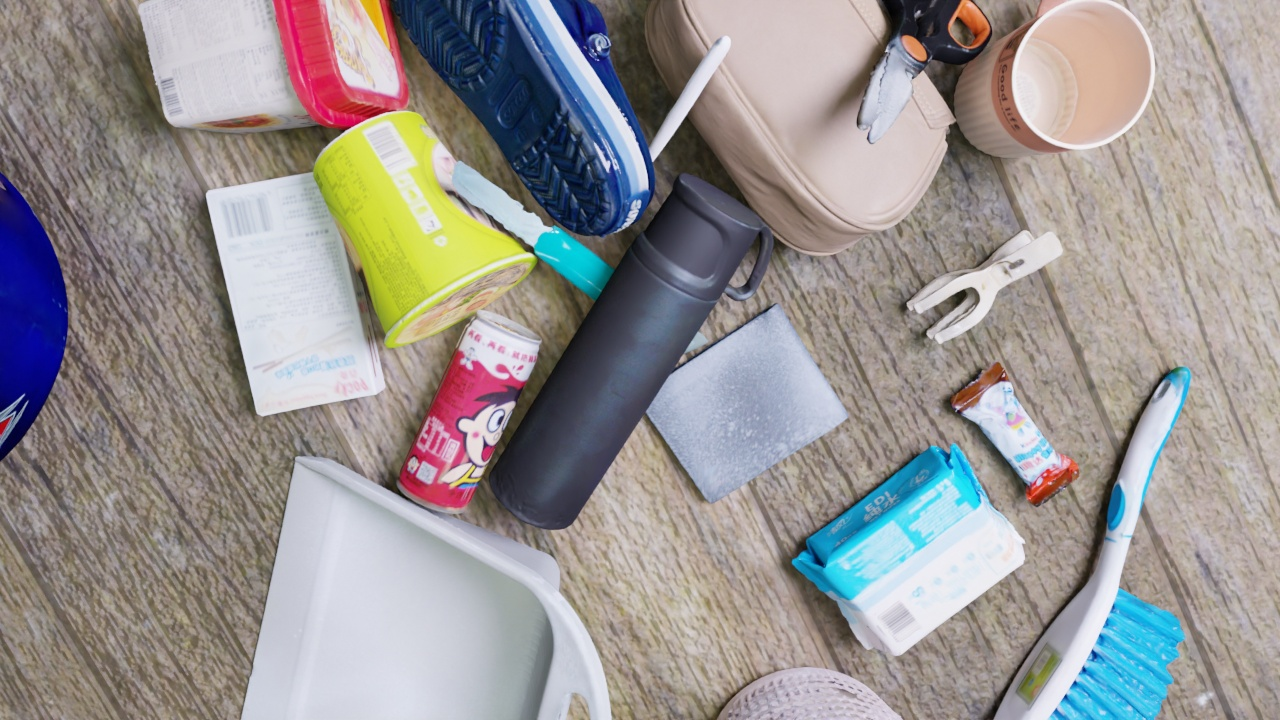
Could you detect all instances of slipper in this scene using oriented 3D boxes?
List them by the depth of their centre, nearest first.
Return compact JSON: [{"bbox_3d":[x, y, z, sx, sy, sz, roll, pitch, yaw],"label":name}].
[{"bbox_3d":[-0.064,-0.195,0.567,0.095,0.105,0.253,-30,82,-37],"label":"slipper"}]

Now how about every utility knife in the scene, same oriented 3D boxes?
[{"bbox_3d":[-0.034,-0.060,0.591,0.029,0.013,0.219,-44,126,16],"label":"utility knife"}]

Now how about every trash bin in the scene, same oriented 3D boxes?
[{"bbox_3d":[0.124,0.312,0.600,0.227,0.192,0.227,0,98,-1],"label":"trash bin"}]

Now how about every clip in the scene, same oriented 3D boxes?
[{"bbox_3d":[0.233,-0.054,0.626,0.100,0.074,0.035,-37,96,9],"label":"clip"}]

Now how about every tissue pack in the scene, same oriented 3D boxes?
[{"bbox_3d":[0.187,0.131,0.640,0.140,0.063,0.090,-39,98,6],"label":"tissue pack"}]

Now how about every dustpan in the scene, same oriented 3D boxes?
[{"bbox_3d":[-0.147,0.211,0.613,0.257,0.142,0.223,14,98,-4],"label":"dustpan"}]

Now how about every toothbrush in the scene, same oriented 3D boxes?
[{"bbox_3d":[0.008,-0.136,0.563,0.016,0.181,0.016,42,54,-2],"label":"toothbrush"}]

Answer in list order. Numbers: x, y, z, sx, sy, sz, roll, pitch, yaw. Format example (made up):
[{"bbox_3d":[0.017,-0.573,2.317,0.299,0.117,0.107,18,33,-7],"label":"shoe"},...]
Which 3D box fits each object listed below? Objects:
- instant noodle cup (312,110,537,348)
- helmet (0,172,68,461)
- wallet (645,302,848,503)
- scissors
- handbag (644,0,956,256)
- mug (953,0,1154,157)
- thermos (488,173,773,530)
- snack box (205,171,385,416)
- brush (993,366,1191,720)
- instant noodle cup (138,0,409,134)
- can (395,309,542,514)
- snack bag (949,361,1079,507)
[{"bbox_3d":[-0.145,-0.088,0.592,0.112,0.111,0.123,-32,88,4],"label":"instant noodle cup"},{"bbox_3d":[-0.501,-0.046,0.521,0.315,0.248,0.239,21,58,-9],"label":"helmet"},{"bbox_3d":[0.072,0.031,0.649,0.121,0.019,0.097,-33,95,6],"label":"wallet"},{"bbox_3d":[0.145,-0.191,0.537,0.139,0.234,0.022,54,137,7],"label":"scissors"},{"bbox_3d":[0.100,-0.172,0.578,0.147,0.100,0.204,-37,97,-22],"label":"handbag"},{"bbox_3d":[0.255,-0.185,0.573,0.081,0.106,0.114,11,98,-2],"label":"mug"},{"bbox_3d":[-0.004,0.003,0.592,0.090,0.068,0.243,21,115,-29],"label":"thermos"},{"bbox_3d":[-0.236,-0.046,0.631,0.085,0.027,0.157,-10,98,1],"label":"snack box"},{"bbox_3d":[0.342,0.164,0.654,0.109,0.060,0.314,31,94,-1],"label":"brush"},{"bbox_3d":[-0.228,-0.194,0.573,0.124,0.116,0.116,-9,98,12],"label":"instant noodle cup"},{"bbox_3d":[-0.117,0.035,0.630,0.053,0.053,0.133,25,97,-4],"label":"can"},{"bbox_3d":[0.265,0.053,0.648,0.045,0.026,0.105,-39,94,8],"label":"snack bag"}]
